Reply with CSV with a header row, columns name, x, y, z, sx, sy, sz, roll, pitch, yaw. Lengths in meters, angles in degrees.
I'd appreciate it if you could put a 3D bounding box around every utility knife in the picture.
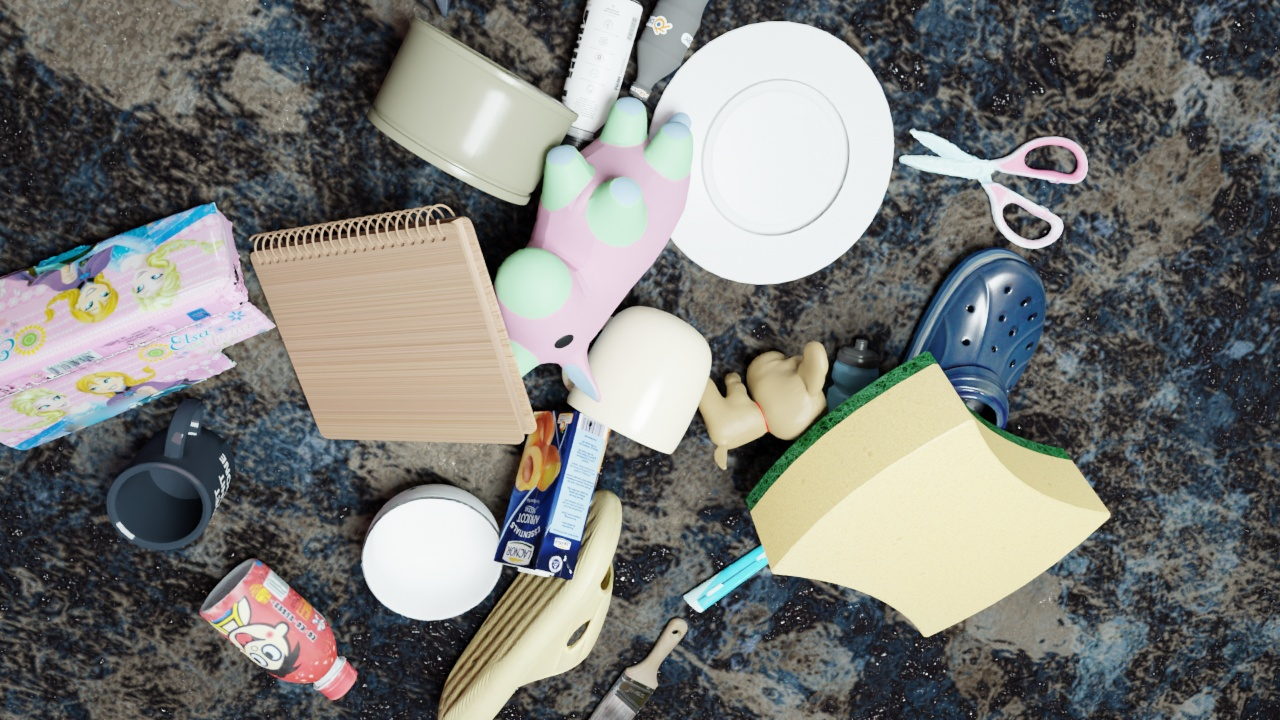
name,x,y,z,sx,sy,sz,roll,pitch,yaw
utility knife,0.096,0.192,0.855,0.124,0.015,0.022,-37,81,1

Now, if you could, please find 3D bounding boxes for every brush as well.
name,x,y,z,sx,sy,sz,roll,pitch,yaw
brush,0.237,0.122,0.758,0.250,0.075,0.195,29,119,-34
brush,-0.002,0.306,0.875,0.039,0.012,0.151,33,100,-18

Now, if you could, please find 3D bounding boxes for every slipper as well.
name,x,y,z,sx,sy,sz,roll,pitch,yaw
slipper,0.279,0.030,0.795,0.105,0.095,0.253,22,107,-14
slipper,-0.078,0.232,0.786,0.079,0.111,0.262,34,103,-16

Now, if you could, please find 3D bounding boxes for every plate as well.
name,x,y,z,sx,sy,sz,roll,pitch,yaw
plate,0.108,-0.162,0.740,0.208,0.015,0.209,-3,108,-9

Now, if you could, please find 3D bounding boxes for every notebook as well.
name,x,y,z,sx,sy,sz,roll,pitch,yaw
notebook,-0.184,-0.020,0.662,0.211,0.022,0.169,-2,113,33

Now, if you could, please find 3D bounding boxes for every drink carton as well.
name,x,y,z,sx,sy,sz,roll,pitch,yaw
drink carton,-0.071,0.108,0.739,0.040,0.064,0.130,25,72,-36

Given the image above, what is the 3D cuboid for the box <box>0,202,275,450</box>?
name,x,y,z,sx,sy,sz,roll,pitch,yaw
box,-0.397,-0.023,0.687,0.230,0.106,0.086,-22,67,-3

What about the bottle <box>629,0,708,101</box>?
name,x,y,z,sx,sy,sz,roll,pitch,yaw
bottle,0.023,-0.247,0.685,0.036,0.036,0.110,24,102,-17

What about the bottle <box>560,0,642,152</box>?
name,x,y,z,sx,sy,sz,roll,pitch,yaw
bottle,-0.034,-0.212,0.684,0.041,0.041,0.116,14,105,-14

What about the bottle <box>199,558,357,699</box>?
name,x,y,z,sx,sy,sz,roll,pitch,yaw
bottle,-0.297,0.232,0.771,0.062,0.062,0.137,-38,109,3

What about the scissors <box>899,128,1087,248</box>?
name,x,y,z,sx,sy,sz,roll,pitch,yaw
scissors,0.292,-0.144,0.781,0.179,0.016,0.105,4,107,-12

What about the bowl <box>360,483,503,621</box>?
name,x,y,z,sx,sy,sz,roll,pitch,yaw
bowl,-0.172,0.152,0.766,0.113,0.063,0.113,-3,109,-10

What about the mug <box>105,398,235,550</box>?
name,x,y,z,sx,sy,sz,roll,pitch,yaw
mug,-0.354,0.080,0.702,0.071,0.077,0.105,13,105,-14

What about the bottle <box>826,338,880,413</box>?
name,x,y,z,sx,sy,sz,roll,pitch,yaw
bottle,0.182,0.044,0.808,0.040,0.040,0.130,4,107,-12

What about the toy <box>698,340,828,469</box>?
name,x,y,z,sx,sy,sz,roll,pitch,yaw
toy,0.104,0.038,0.762,0.108,0.105,0.134,-17,133,6

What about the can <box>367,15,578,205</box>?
name,x,y,z,sx,sy,sz,roll,pitch,yaw
can,-0.116,-0.171,0.637,0.127,0.127,0.073,27,103,-17

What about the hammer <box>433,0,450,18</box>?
name,x,y,z,sx,sy,sz,roll,pitch,yaw
hammer,-0.010,-0.327,0.655,0.321,0.040,0.129,-9,113,-8

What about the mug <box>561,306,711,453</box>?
name,x,y,z,sx,sy,sz,roll,pitch,yaw
mug,-0.004,0.004,0.738,0.120,0.096,0.100,27,90,23

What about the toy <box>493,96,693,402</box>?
name,x,y,z,sx,sy,sz,roll,pitch,yaw
toy,-0.032,-0.086,0.674,0.120,0.221,0.171,31,144,13
